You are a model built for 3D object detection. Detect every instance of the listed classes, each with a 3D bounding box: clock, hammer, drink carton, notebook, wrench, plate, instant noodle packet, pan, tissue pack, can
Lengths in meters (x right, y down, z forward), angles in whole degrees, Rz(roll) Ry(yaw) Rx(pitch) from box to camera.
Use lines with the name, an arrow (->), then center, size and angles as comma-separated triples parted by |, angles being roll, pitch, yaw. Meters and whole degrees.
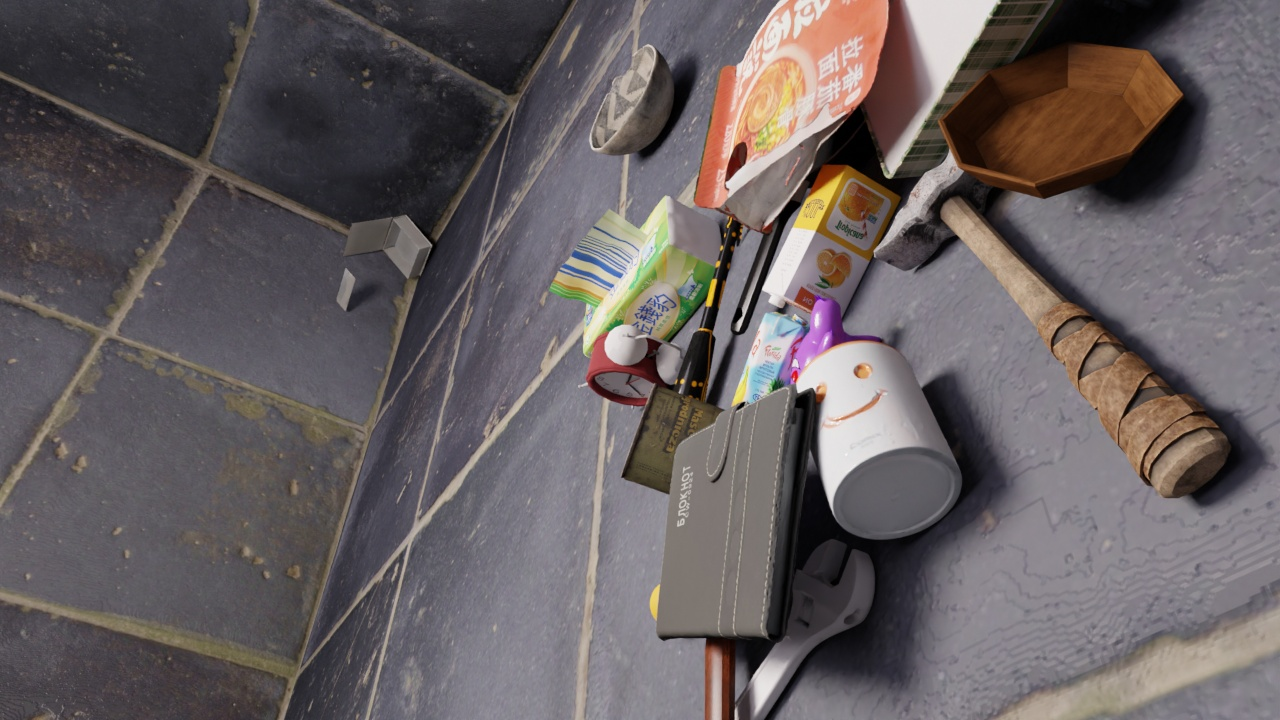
clock -> -0.006, 0.006, 0.989 | 0.138, 0.096, 0.048 | -37, 36, 56
hammer -> 0.065, -0.027, 0.912 | 0.123, 0.036, 0.320 | 68, -144, -77
drink carton -> 0.156, -0.093, 0.760 | 0.122, 0.058, 0.040 | -64, 21, 4
notebook -> 0.060, 0.113, 0.652 | 0.209, 0.029, 0.169 | 142, 139, -64
wrench -> 0.081, 0.240, 0.644 | 0.274, 0.018, 0.066 | -61, 22, 15
hammer -> 0.233, -0.038, 0.546 | 0.122, 0.049, 0.318 | -58, 24, 27
plate -> 0.253, -0.143, 0.559 | 0.131, 0.025, 0.131 | -17, 44, 17
instant noodle packet -> 0.139, -0.226, 0.753 | 0.221, 0.084, 0.164 | -36, 37, 61
pan -> 0.163, -0.186, 0.857 | 0.204, 0.044, 0.355 | 16, 85, 66
hammer -> 0.058, 0.216, 0.664 | 0.111, 0.028, 0.299 | -56, 18, 38
tissue pack -> -0.016, -0.095, 1.053 | 0.198, 0.141, 0.120 | -53, 24, 29
drink carton -> 0.102, 0.021, 0.754 | 0.044, 0.039, 0.129 | -11, -60, -68
can -> 0.032, 0.075, 0.818 | 0.090, 0.074, 0.090 | 25, -95, -88

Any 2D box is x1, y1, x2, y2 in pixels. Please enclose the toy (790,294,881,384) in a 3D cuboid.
toy -> 0.142, 0.009, 0.690 | 0.106, 0.056, 0.088 | 75, -145, -66

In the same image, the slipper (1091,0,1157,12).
slipper -> 0.278, -0.299, 0.655 | 0.263, 0.101, 0.083 | -97, 29, -44

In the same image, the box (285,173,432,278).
box -> -0.995, -0.468, 3.244 | 0.172, 0.512, 0.167 | -87, 22, -44

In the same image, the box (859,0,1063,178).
box -> 0.216, -0.231, 0.646 | 0.206, 0.050, 0.117 | 107, 155, -61

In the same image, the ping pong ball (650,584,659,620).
ping pong ball -> 0.028, 0.205, 0.772 | 0.040, 0.040, 0.040 | -50, 26, 35

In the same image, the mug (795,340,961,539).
mug -> 0.150, 0.050, 0.591 | 0.082, 0.082, 0.105 | -53, 25, 29

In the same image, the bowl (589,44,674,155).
bowl -> 0.001, -0.383, 1.404 | 0.179, 0.081, 0.178 | -48, 27, 34
